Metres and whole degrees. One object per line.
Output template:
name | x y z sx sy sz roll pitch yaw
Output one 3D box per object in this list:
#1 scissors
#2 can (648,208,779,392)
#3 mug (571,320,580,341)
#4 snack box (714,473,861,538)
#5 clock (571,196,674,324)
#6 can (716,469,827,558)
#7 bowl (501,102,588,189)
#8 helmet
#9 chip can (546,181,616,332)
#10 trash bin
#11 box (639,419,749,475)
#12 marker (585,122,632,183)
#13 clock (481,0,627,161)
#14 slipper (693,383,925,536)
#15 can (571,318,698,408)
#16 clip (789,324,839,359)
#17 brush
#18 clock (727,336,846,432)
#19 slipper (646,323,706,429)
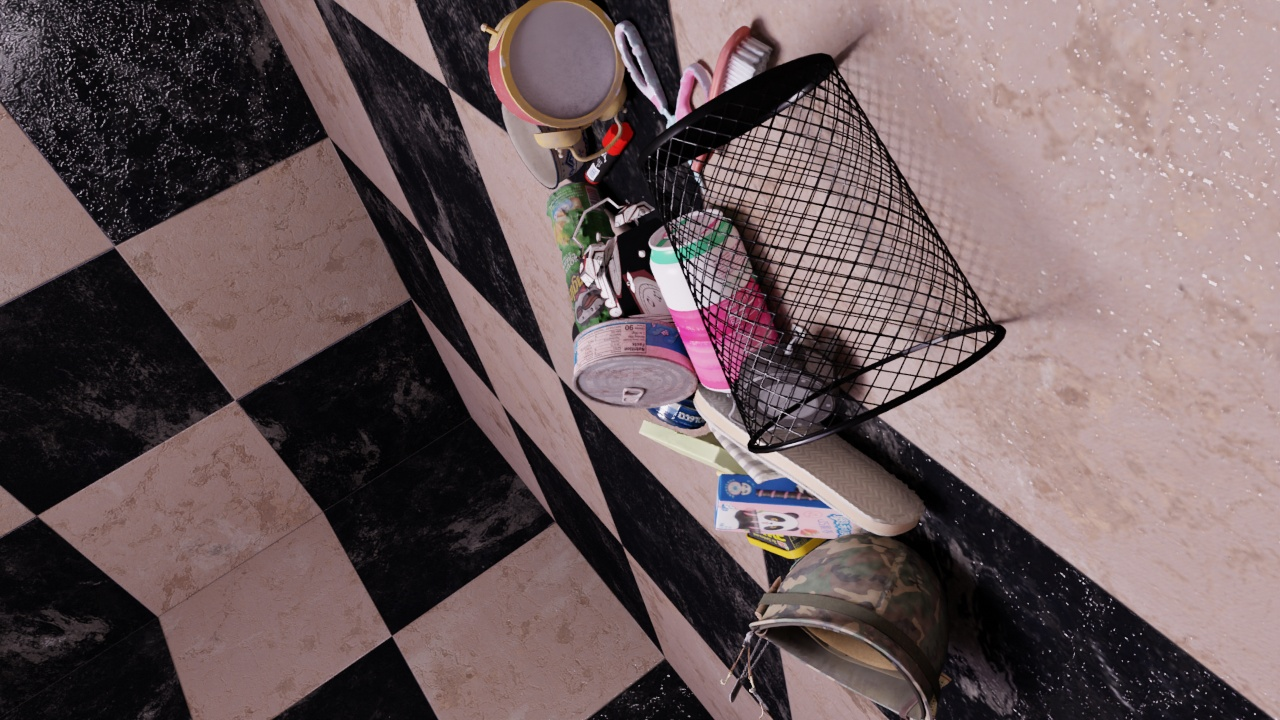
scissors | 0.021 -0.235 0.830 0.168 0.014 0.171 52 166 9
can | 0.073 -0.055 0.882 0.088 0.088 0.166 28 147 59
mug | -0.031 -0.024 1.278 0.113 0.078 0.088 35 174 -26
snack box | 0.156 0.154 0.959 0.088 0.154 0.033 85 -171 -60
clock | 0.001 -0.101 0.942 0.154 0.114 0.065 42 167 -12
can | 0.157 0.163 1.081 0.101 0.072 0.131 62 163 -8
bowl | -0.103 -0.261 1.047 0.115 0.059 0.116 50 162 22
helmet | 0.202 0.293 0.906 0.193 0.235 0.225 27 145 13
chip can | -0.053 -0.103 1.048 0.075 0.075 0.223 88 167 -61
trash bin | 0.109 -0.074 0.615 0.210 0.183 0.184 63 164 -1
box | 0.094 0.101 1.044 0.188 0.140 0.048 12 100 63
marker | -0.038 -0.223 0.997 0.145 0.023 0.021 155 123 -73
clock | -0.076 -0.266 0.873 0.159 0.117 0.081 57 168 -23
slipper | 0.156 0.094 0.906 0.273 0.114 0.054 36 120 43
can | -0.006 0.006 0.953 0.130 0.130 0.044 94 177 -64
clip | 0.151 -0.004 0.860 0.054 0.040 0.102 37 157 18
brush | 0.070 -0.195 0.728 0.030 0.040 0.173 36 161 8
clock | 0.133 0.022 0.842 0.091 0.043 0.123 27 142 -20
slipper | 0.025 -0.015 1.100 0.252 0.105 0.095 56 130 49
